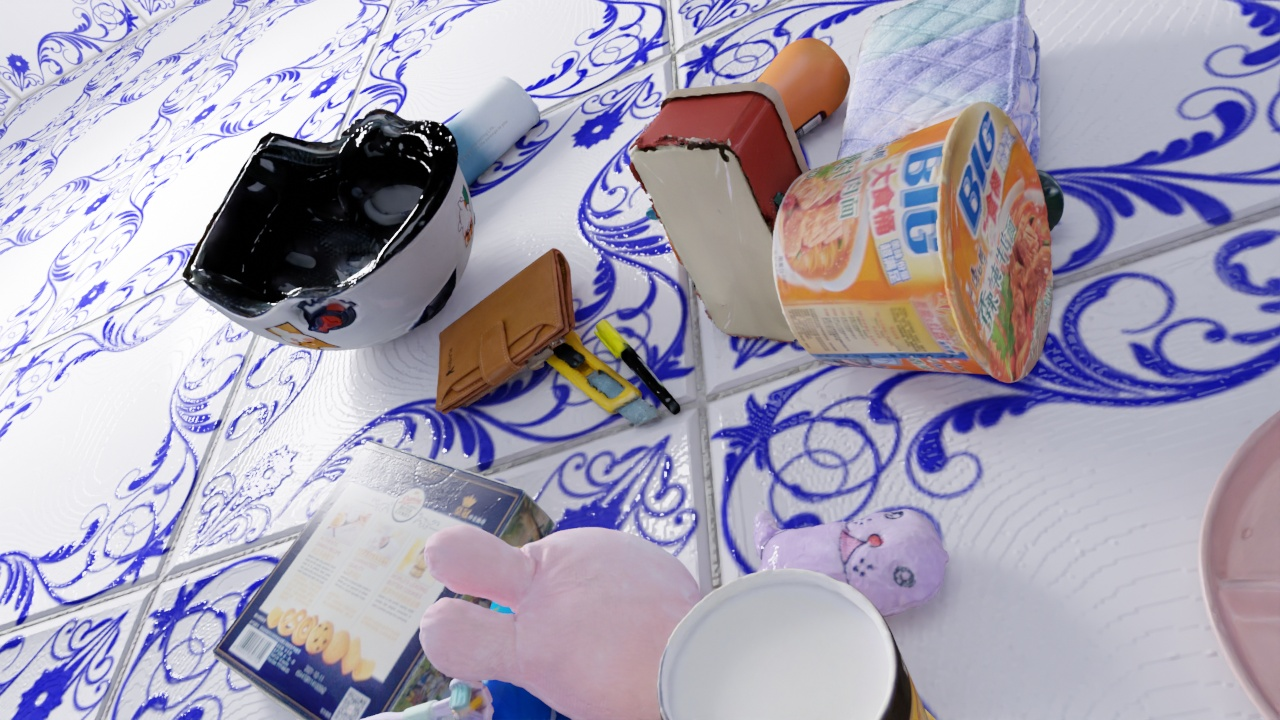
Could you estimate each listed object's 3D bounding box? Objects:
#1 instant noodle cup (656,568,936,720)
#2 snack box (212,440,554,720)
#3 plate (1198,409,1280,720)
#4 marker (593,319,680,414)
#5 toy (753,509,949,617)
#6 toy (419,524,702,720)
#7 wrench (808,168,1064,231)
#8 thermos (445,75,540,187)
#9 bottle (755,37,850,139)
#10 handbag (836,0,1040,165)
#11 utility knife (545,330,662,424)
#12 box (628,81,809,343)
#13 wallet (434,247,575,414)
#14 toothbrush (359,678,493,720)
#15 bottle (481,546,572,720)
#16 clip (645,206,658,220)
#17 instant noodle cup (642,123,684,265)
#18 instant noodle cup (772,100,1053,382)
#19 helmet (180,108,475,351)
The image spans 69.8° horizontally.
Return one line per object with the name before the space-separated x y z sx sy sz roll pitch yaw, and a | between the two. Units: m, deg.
instant noodle cup | 0.067 0.157 0.375 0.118 0.114 0.118 -16 35 11
snack box | -0.172 0.152 0.613 0.178 0.046 0.182 10 58 40
plate | 0.340 0.088 0.337 0.230 0.028 0.229 -19 41 18
marker | -0.004 0.004 0.664 0.015 0.018 0.124 -39 41 -2
toy | 0.104 0.105 0.474 0.108 0.039 0.083 -14 35 25
toy | -0.037 0.131 0.477 0.121 0.159 0.054 -100 32 -52
wrench | 0.130 -0.113 0.604 0.274 0.056 0.016 11 33 17
thermos | -0.202 -0.208 0.974 0.220 0.070 0.070 -47 41 -14
bottle | 0.103 -0.197 0.759 0.149 0.067 0.066 -43 40 2
handbag | 0.212 -0.183 0.656 0.134 0.075 0.193 -9 45 34
utility knife | -0.040 0.005 0.688 0.033 0.015 0.181 -46 40 -8
box | 0.061 -0.083 0.587 0.091 0.168 0.075 8 53 39
wallet | -0.111 -0.022 0.739 0.132 0.031 0.107 -33 38 20
toothbrush | -0.151 0.202 0.495 0.190 0.021 0.029 -26 83 31
bottle | -0.063 0.195 0.481 0.065 0.065 0.218 -23 40 13
clip | 0.031 -0.132 0.777 0.057 0.014 0.047 6 52 37
instant noodle cup | 0.064 -0.137 0.696 0.099 0.112 0.111 -14 44 10
instant noodle cup | 0.154 -0.060 0.526 0.112 0.151 0.151 -4 48 43
helmet | -0.259 -0.098 0.834 0.274 0.157 0.229 -5 54 17
